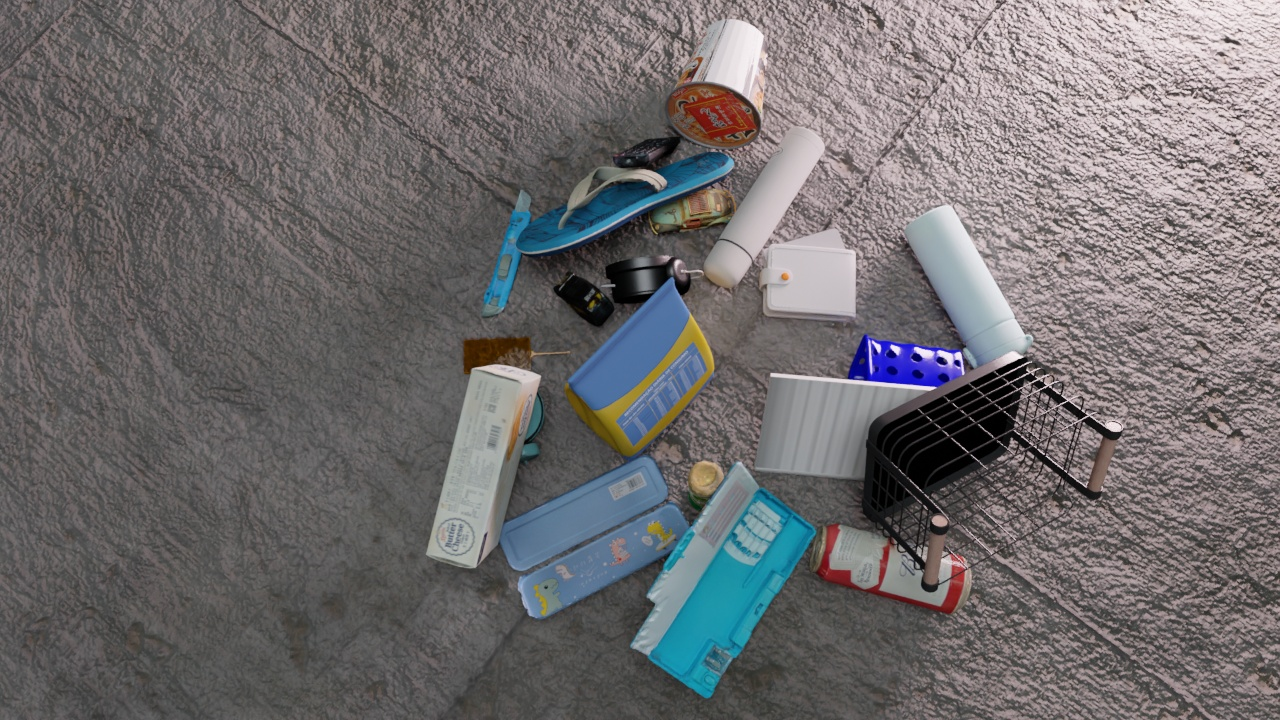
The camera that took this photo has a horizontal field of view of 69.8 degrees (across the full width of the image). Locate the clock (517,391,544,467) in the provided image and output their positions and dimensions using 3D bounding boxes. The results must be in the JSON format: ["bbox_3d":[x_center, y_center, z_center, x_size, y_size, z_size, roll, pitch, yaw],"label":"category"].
[{"bbox_3d":[-0.158,0.079,1.083,0.090,0.053,0.124,9,76,3],"label":"clock"}]

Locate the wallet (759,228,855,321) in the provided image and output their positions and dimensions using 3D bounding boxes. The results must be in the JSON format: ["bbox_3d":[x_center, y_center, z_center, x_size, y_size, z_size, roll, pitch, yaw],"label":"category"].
[{"bbox_3d":[0.208,-0.110,1.137,0.118,0.037,0.115,4,76,-2],"label":"wallet"}]

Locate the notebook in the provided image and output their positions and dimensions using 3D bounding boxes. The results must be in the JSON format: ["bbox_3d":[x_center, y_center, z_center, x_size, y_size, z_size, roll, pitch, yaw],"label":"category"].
[{"bbox_3d":[0.244,0.082,1.049,0.210,0.143,0.009,5,37,1],"label":"notebook"}]

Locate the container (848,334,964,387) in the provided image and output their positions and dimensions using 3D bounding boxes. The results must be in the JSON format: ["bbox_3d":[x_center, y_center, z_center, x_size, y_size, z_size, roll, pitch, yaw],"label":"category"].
[{"bbox_3d":[0.309,0.030,1.069,0.113,0.085,0.084,8,52,1],"label":"container"}]

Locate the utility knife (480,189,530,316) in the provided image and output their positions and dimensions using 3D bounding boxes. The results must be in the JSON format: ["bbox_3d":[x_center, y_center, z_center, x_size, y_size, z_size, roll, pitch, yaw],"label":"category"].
[{"bbox_3d":[-0.166,-0.135,1.156,0.031,0.015,0.174,13,75,-1],"label":"utility knife"}]

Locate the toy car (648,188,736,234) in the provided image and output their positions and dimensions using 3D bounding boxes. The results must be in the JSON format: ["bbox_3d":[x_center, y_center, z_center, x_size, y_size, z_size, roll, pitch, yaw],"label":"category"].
[{"bbox_3d":[0.066,-0.191,1.151,0.112,0.047,0.047,-10,80,-2],"label":"toy car"}]

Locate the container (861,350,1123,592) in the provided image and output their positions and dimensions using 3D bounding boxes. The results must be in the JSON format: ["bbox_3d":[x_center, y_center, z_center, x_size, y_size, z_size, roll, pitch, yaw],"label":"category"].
[{"bbox_3d":[0.364,0.118,0.978,0.241,0.163,0.130,-23,43,-16],"label":"container"}]

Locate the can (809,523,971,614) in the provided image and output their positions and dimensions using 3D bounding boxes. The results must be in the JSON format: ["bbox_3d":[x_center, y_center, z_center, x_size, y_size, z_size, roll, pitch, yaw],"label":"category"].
[{"bbox_3d":[0.281,0.234,1.036,0.170,0.067,0.067,14,77,4],"label":"can"}]

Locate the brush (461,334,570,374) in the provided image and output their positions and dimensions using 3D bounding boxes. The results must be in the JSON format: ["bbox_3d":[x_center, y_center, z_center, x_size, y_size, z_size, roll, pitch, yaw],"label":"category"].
[{"bbox_3d":[-0.154,-0.009,1.123,0.126,0.017,0.048,-3,76,0],"label":"brush"}]

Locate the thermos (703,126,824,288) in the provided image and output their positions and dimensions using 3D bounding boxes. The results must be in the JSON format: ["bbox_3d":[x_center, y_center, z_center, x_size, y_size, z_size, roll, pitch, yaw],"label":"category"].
[{"bbox_3d":[0.153,-0.190,1.148,0.052,0.052,0.224,31,78,7],"label":"thermos"}]

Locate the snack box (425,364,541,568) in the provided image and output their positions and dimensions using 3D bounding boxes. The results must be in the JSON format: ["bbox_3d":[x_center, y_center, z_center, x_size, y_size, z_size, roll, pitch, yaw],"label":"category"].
[{"bbox_3d":[-0.169,0.110,1.001,0.057,0.104,0.208,15,94,4],"label":"snack box"}]

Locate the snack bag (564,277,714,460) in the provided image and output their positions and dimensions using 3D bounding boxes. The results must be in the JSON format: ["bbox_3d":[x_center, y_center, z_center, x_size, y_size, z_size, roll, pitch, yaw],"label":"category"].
[{"bbox_3d":[-0.006,0.006,1.018,0.102,0.205,0.159,41,79,21],"label":"snack bag"}]

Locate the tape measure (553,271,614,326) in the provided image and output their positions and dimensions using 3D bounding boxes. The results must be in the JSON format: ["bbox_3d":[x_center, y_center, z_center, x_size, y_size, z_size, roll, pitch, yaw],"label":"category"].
[{"bbox_3d":[-0.062,-0.073,1.114,0.067,0.062,0.038,27,74,45],"label":"tape measure"}]

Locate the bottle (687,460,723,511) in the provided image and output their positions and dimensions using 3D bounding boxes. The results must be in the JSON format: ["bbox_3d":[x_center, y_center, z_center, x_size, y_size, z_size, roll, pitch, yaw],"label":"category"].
[{"bbox_3d":[0.075,0.143,1.035,0.043,0.111,0.043,-1,71,4],"label":"bottle"}]

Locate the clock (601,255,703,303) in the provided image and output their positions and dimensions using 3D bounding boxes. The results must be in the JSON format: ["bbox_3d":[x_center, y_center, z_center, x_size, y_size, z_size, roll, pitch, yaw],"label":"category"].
[{"bbox_3d":[0.016,-0.098,1.107,0.121,0.091,0.042,-7,86,5],"label":"clock"}]

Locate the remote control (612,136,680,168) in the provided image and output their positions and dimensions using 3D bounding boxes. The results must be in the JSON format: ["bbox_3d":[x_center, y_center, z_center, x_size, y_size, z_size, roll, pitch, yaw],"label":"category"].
[{"bbox_3d":[0.010,-0.254,1.126,0.047,0.150,0.022,0,111,18],"label":"remote control"}]

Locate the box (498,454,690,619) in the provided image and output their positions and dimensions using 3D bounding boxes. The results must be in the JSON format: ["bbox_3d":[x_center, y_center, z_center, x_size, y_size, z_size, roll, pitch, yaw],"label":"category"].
[{"bbox_3d":[-0.054,0.204,1.065,0.209,0.034,0.127,-26,67,-6],"label":"box"}]

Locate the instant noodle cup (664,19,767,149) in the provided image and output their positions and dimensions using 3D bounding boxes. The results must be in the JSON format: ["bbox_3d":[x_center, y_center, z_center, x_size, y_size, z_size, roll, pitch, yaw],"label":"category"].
[{"bbox_3d":[0.106,-0.355,1.162,0.123,0.124,0.121,15,67,4],"label":"instant noodle cup"}]

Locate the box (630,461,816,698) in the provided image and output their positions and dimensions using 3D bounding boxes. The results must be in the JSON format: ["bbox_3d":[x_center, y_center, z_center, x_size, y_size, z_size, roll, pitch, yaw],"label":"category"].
[{"bbox_3d":[0.078,0.236,1.011,0.182,0.072,0.226,42,78,-34],"label":"box"}]

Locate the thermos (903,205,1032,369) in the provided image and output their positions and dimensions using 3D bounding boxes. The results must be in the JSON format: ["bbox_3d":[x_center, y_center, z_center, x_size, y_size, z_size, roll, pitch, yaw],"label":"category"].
[{"bbox_3d":[0.396,-0.085,1.115,0.078,0.065,0.206,-28,77,17],"label":"thermos"}]

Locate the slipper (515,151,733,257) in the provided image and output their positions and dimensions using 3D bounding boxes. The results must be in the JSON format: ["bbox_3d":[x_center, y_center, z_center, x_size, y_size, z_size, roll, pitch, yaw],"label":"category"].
[{"bbox_3d":[-0.025,-0.210,1.124,0.294,0.118,0.060,-25,117,-11],"label":"slipper"}]
